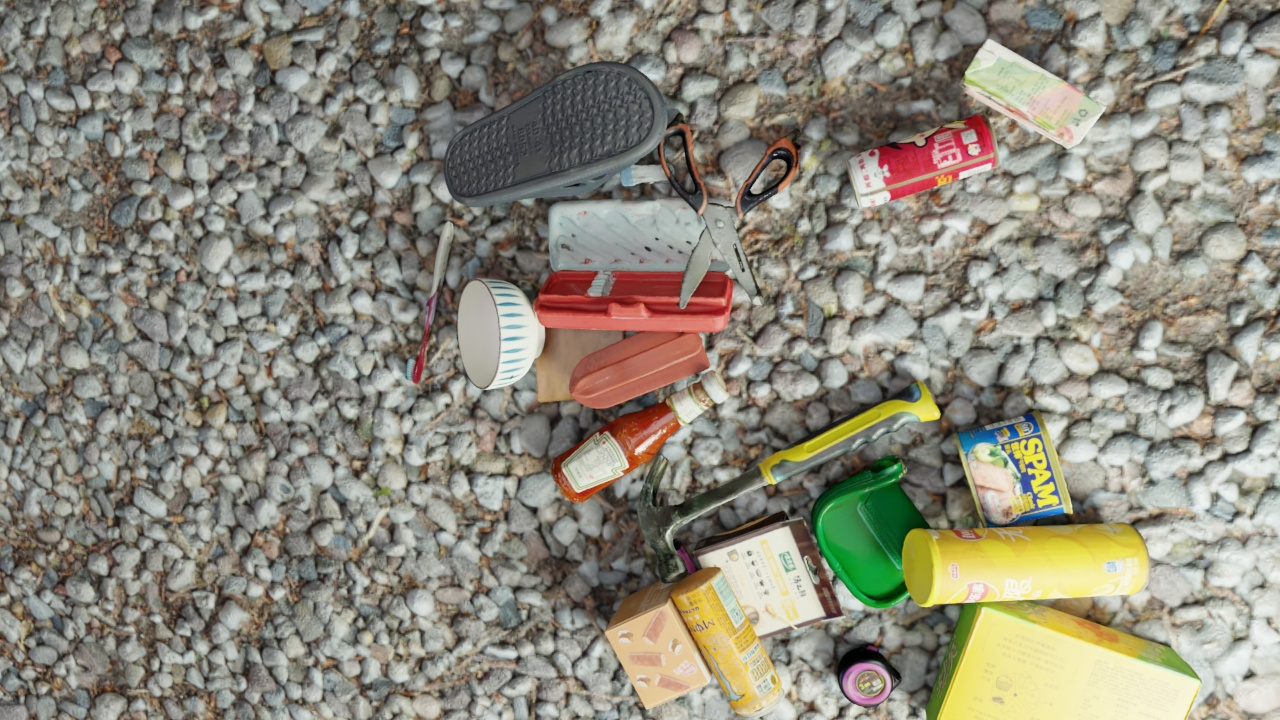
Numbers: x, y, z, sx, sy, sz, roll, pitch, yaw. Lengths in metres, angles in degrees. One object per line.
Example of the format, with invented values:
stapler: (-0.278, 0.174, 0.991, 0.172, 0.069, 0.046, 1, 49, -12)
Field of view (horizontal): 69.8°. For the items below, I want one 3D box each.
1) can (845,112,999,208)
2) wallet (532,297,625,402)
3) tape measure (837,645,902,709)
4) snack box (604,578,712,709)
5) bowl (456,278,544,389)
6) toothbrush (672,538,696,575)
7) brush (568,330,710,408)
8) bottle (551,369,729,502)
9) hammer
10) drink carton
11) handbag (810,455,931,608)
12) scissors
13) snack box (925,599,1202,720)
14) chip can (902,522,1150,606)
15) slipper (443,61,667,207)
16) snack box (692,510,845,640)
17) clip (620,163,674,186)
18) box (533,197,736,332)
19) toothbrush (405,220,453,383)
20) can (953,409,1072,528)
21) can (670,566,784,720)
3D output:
can: (0.267, -0.189, 0.877, 0.133, 0.053, 0.053, -16, 94, 14)
wallet: (-0.065, -0.014, 0.990, 0.101, 0.020, 0.115, -4, 94, 10)
tape measure: (0.235, 0.330, 0.960, 0.058, 0.039, 0.057, 36, 103, 1)
snack box: (0.025, 0.294, 0.972, 0.077, 0.092, 0.094, -29, 91, 14)
bowl: (-0.143, -0.030, 0.969, 0.066, 0.117, 0.116, -5, 98, -32)
toothbrush: (0.083, 0.277, 0.997, 0.014, 0.017, 0.189, -31, 89, 16)
brush: (-0.006, 0.005, 0.939, 0.146, 0.069, 0.063, -22, 91, 0)
bottle: (0.000, 0.077, 0.963, 0.206, 0.059, 0.060, -34, 89, 15)
hammer: (0.144, 0.104, 0.936, 0.323, 0.032, 0.126, -27, 63, 8)
drink carton: (0.359, -0.244, 0.850, 0.122, 0.053, 0.045, 33, 103, 7)
handbag: (0.242, 0.172, 0.922, 0.120, 0.068, 0.131, -37, 89, 13)
scissors: (0.078, -0.155, 0.909, 0.189, 0.015, 0.225, 33, 81, 15)
snack box: (0.408, 0.332, 0.906, 0.210, 0.070, 0.158, 18, 101, 10)
chip can: (0.361, 0.192, 0.866, 0.213, 0.072, 0.072, 0, 98, -7)
slipper: (-0.082, -0.223, 0.943, 0.269, 0.083, 0.110, -11, 84, 30)
snack box: (0.134, 0.227, 0.959, 0.126, 0.053, 0.113, -22, 93, 14)
clip: (0.008, -0.193, 0.950, 0.058, 0.043, 0.027, 1, 94, 4)
box: (-0.003, -0.095, 0.945, 0.201, 0.074, 0.154, 2, 70, 13)
toothbrush: (-0.235, -0.064, 1.022, 0.017, 0.016, 0.188, 19, 101, 19)
can: (0.362, 0.109, 0.895, 0.083, 0.057, 0.102, -18, 93, 16)
can: (0.089, 0.284, 0.930, 0.058, 0.058, 0.146, -28, 90, 14)
